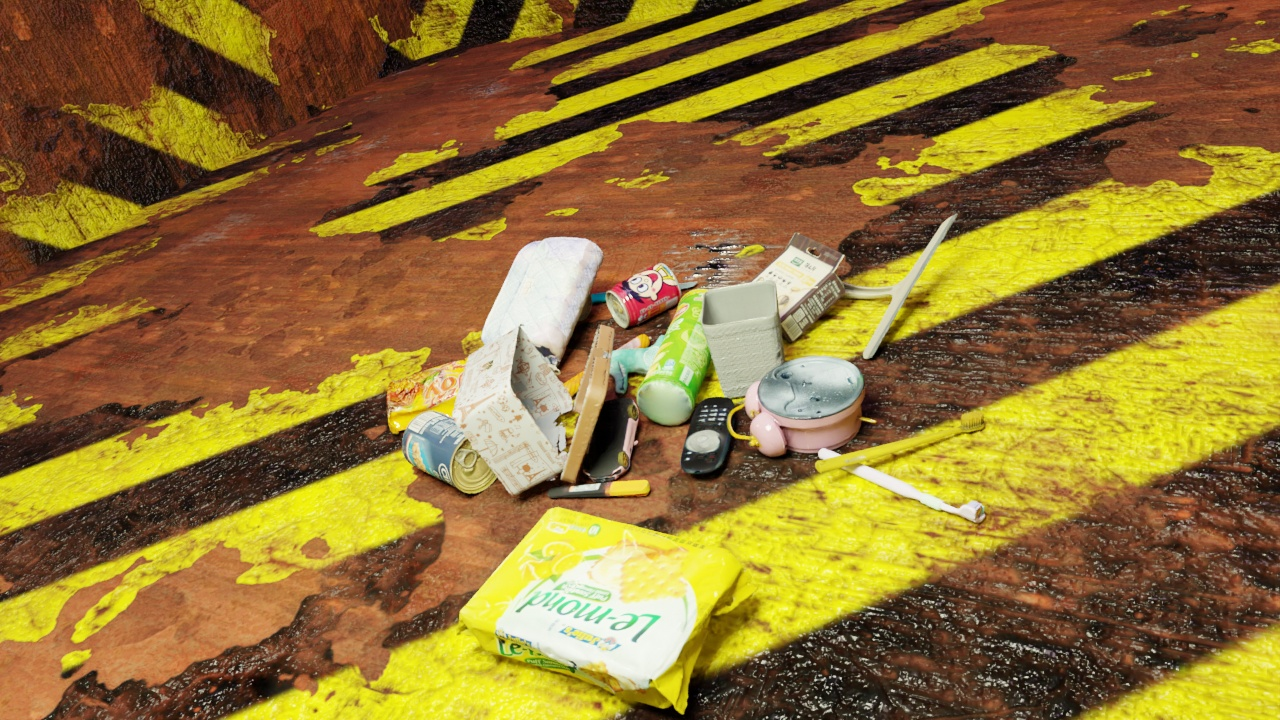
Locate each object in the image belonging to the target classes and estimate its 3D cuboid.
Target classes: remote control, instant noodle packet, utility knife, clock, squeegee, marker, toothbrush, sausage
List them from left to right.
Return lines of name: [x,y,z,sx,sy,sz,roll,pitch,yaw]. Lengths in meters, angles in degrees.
instant noodle packet: [-0.289,0.046,1.274,0.128,0.044,0.110,-17,35,-2]
marker: [-0.048,0.146,1.028,0.124,0.015,0.018,-6,31,21]
sausage: [-0.047,0.007,1.241,0.164,0.021,0.021,-33,35,-25]
utility knife: [-0.014,-0.105,1.413,0.208,0.013,0.029,-7,33,16]
remote control: [0.079,0.089,1.048,0.053,0.024,0.136,-2,34,18]
clock: [0.174,0.055,1.026,0.158,0.060,0.117,-11,32,5]
squeegee: [0.273,-0.101,1.249,0.247,0.039,0.246,10,58,47]
toothbrush: [0.254,0.121,0.919,0.189,0.029,0.021,20,84,46]
toothbrush: [0.271,0.084,0.951,0.190,0.017,0.015,-14,24,-10]

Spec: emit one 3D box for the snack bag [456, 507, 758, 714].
snack bag: [-0.032,0.224,0.841,0.247,0.068,0.157,7,37,33]

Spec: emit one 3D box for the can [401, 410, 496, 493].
can: [-0.230,0.109,1.113,0.111,0.075,0.075,16,44,42]

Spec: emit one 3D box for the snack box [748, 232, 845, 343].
snack box: [0.204,-0.098,1.227,0.125,0.053,0.113,-42,35,-4]

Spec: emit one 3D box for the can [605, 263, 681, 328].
can: [0.004,-0.093,1.335,0.093,0.066,0.066,-29,33,-19]

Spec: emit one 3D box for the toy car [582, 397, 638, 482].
toy car: [-0.033,0.095,1.083,0.056,0.037,0.122,-10,43,22]

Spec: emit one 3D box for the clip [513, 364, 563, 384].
clip: [-0.133,0.021,1.252,0.083,0.035,0.104,-27,24,-11]

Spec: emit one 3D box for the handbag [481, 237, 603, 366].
handbag: [-0.142,-0.084,1.320,0.134,0.075,0.193,4,61,30]

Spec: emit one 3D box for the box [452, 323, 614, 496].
box: [-0.096,0.041,1.072,0.178,0.153,0.182,-31,24,12]

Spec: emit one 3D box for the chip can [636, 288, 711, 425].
chip can: [0.056,-0.006,1.165,0.073,0.073,0.220,-3,33,21]

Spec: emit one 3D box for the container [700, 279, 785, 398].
container: [0.130,-0.023,1.115,0.090,0.114,0.090,-8,32,13]

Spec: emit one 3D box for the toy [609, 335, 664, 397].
toy: [-0.007,0.007,1.211,0.092,0.030,0.096,-4,51,6]

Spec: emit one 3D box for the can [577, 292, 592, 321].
can: [-0.142,-0.094,1.417,0.135,0.053,0.053,10,40,36]
